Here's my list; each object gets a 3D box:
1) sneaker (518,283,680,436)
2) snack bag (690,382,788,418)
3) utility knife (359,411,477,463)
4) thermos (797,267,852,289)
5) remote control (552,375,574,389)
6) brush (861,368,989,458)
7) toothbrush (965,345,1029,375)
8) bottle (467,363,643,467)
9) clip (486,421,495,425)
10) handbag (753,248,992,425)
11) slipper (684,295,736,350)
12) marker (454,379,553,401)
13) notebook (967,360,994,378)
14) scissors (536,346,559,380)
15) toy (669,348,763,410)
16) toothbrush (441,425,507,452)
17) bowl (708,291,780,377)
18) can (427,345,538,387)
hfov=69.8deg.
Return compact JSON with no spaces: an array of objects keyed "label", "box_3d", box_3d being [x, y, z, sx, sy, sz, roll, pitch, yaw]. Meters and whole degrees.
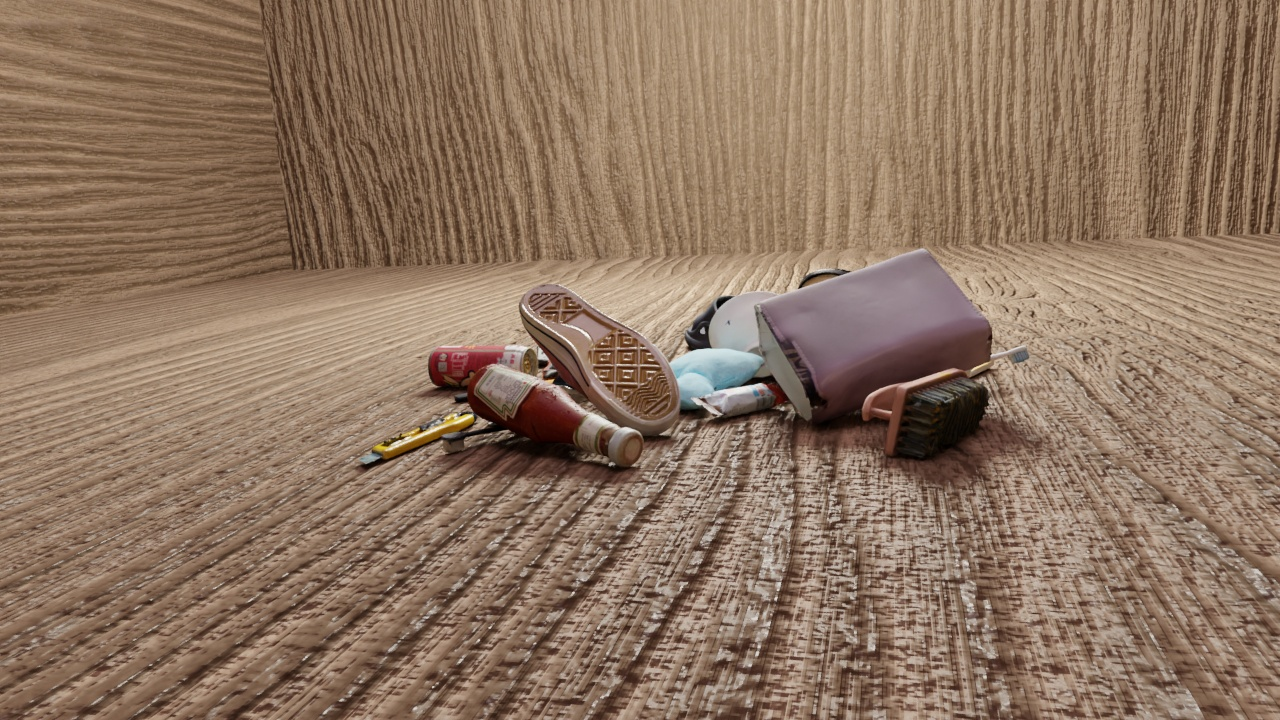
[{"label":"sneaker","box_3d":[-0.045,0.011,0.976,0.118,0.088,0.241,-31,52,-26]},{"label":"snack bag","box_3d":[0.107,0.042,0.972,0.105,0.026,0.045,-10,31,-29]},{"label":"utility knife","box_3d":[-0.222,0.076,0.928,0.033,0.015,0.177,-1,11,26]},{"label":"thermos","box_3d":[0.215,-0.037,1.068,0.093,0.093,0.142,3,50,30]},{"label":"remote control","box_3d":[-0.072,0.023,1.134,0.053,0.024,0.136,-1,10,12]},{"label":"brush","box_3d":[0.263,0.040,0.837,0.073,0.063,0.145,19,22,38]},{"label":"toothbrush","box_3d":[0.332,0.011,1.012,0.220,0.026,0.027,-12,-10,-14]},{"label":"bottle","box_3d":[-0.082,0.054,0.868,0.206,0.060,0.059,18,22,40]},{"label":"clip","box_3d":[-0.144,0.058,0.998,0.027,0.044,0.058,6,19,35]},{"label":"handbag","box_3d":[0.236,-0.020,0.946,0.197,0.098,0.144,-19,39,-4]},{"label":"slipper","box_3d":[0.151,-0.050,1.293,0.110,0.083,0.268,-5,10,-21]},{"label":"marker","box_3d":[-0.164,0.038,1.114,0.124,0.015,0.018,-8,10,-8]},{"label":"notebook","box_3d":[0.307,0.008,1.133,0.207,0.010,0.145,7,16,43]},{"label":"scissors","box_3d":[-0.140,0.003,1.286,0.224,0.015,0.189,-14,15,-41]},{"label":"toy","box_3d":[0.062,0.021,1.043,0.161,0.050,0.156,-7,20,5]},{"label":"toothbrush","box_3d":[-0.126,0.069,0.941,0.180,0.018,0.016,-11,16,-43]},{"label":"bowl","box_3d":[0.144,-0.018,1.116,0.118,0.118,0.064,-3,37,3]},{"label":"can","box_3d":[-0.201,0.008,1.176,0.133,0.053,0.053,0,12,18]}]
